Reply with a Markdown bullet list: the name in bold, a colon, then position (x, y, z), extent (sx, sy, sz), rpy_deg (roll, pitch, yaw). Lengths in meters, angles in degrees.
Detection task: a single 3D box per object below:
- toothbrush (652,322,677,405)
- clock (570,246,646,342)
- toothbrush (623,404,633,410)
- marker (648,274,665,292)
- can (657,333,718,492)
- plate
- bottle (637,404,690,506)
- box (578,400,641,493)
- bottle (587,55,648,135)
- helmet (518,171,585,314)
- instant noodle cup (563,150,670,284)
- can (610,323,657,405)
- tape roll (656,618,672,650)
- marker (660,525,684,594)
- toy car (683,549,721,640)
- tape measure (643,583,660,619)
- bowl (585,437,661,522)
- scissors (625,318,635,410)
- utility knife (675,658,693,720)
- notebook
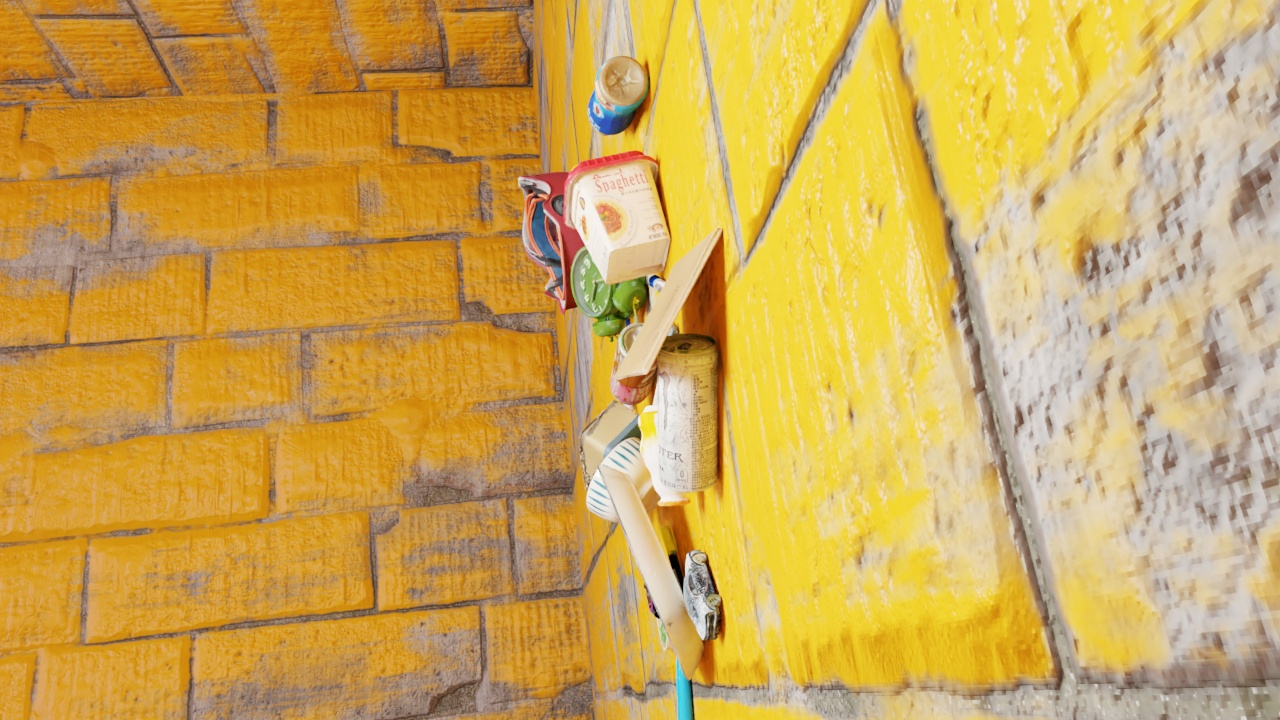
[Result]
- **toothbrush**: position (0.030, 0.019, 1.119), extent (0.192, 0.016, 0.018), rpy_deg (97, 157, -51)
- **clock**: position (-0.041, -0.098, 1.278), extent (0.161, 0.056, 0.116), rpy_deg (63, 141, 24)
- **toothbrush**: position (-0.011, 0.120, 1.405), extent (0.029, 0.021, 0.189), rpy_deg (-44, 49, 48)
- **marker**: position (0.029, -0.083, 1.066), extent (0.145, 0.017, 0.017), rpy_deg (-127, 34, -75)
- **can**: position (0.046, 0.051, 0.882), extent (0.058, 0.058, 0.147), rpy_deg (-117, 24, -69)
- **plate**: position (0.014, 0.238, 1.069), extent (0.162, 0.034, 0.265), rpy_deg (75, 171, -56)
- **bottle**: position (0.032, 0.101, 0.983), extent (0.063, 0.063, 0.108), rpy_deg (144, 121, -80)
- **box**: position (-0.035, 0.135, 1.283), extent (0.061, 0.089, 0.185), rpy_deg (31, 149, 24)
- **bottle**: position (-0.036, -0.336, 1.209), extent (0.219, 0.065, 0.065), rpy_deg (175, 91, -82)
- **helmet**: position (-0.098, -0.194, 1.458), extent (0.207, 0.143, 0.239), rpy_deg (95, 154, -52)
- **instant noodle cup**: position (-0.023, -0.167, 1.095), extent (0.117, 0.116, 0.124), rpy_deg (102, 150, -62)
- **can**: position (-0.007, 0.007, 1.214), extent (0.147, 0.058, 0.057), rpy_deg (103, 161, -64)
- **tape roll**: position (0.034, 0.353, 1.261), extent (0.086, 0.014, 0.086), rpy_deg (175, 91, -82)
- **marker**: position (0.045, 0.256, 1.144), extent (0.124, 0.015, 0.018), rpy_deg (-108, 15, -47)
- **toy car**: position (0.062, 0.245, 0.967), extent (0.105, 0.031, 0.049), rpy_deg (-106, 15, -58)
- **tape measure**: position (0.026, 0.305, 1.205), extent (0.057, 0.039, 0.057), rpy_deg (99, 164, -59)
- **bowl**: position (-0.010, 0.168, 1.218), extent (0.066, 0.116, 0.117), rpy_deg (31, 139, 26)
- **scissors**: position (-0.016, -0.010, 1.426), extent (0.164, 0.012, 0.160), rpy_deg (105, 157, -69)
- **utility knife**: position (0.052, 0.379, 1.146), extent (0.034, 0.018, 0.188), rpy_deg (-176, 84, -82)
- **notebook**: position (0.022, -0.049, 0.907), extent (0.147, 0.008, 0.208), rpy_deg (-62, 6, -6)
